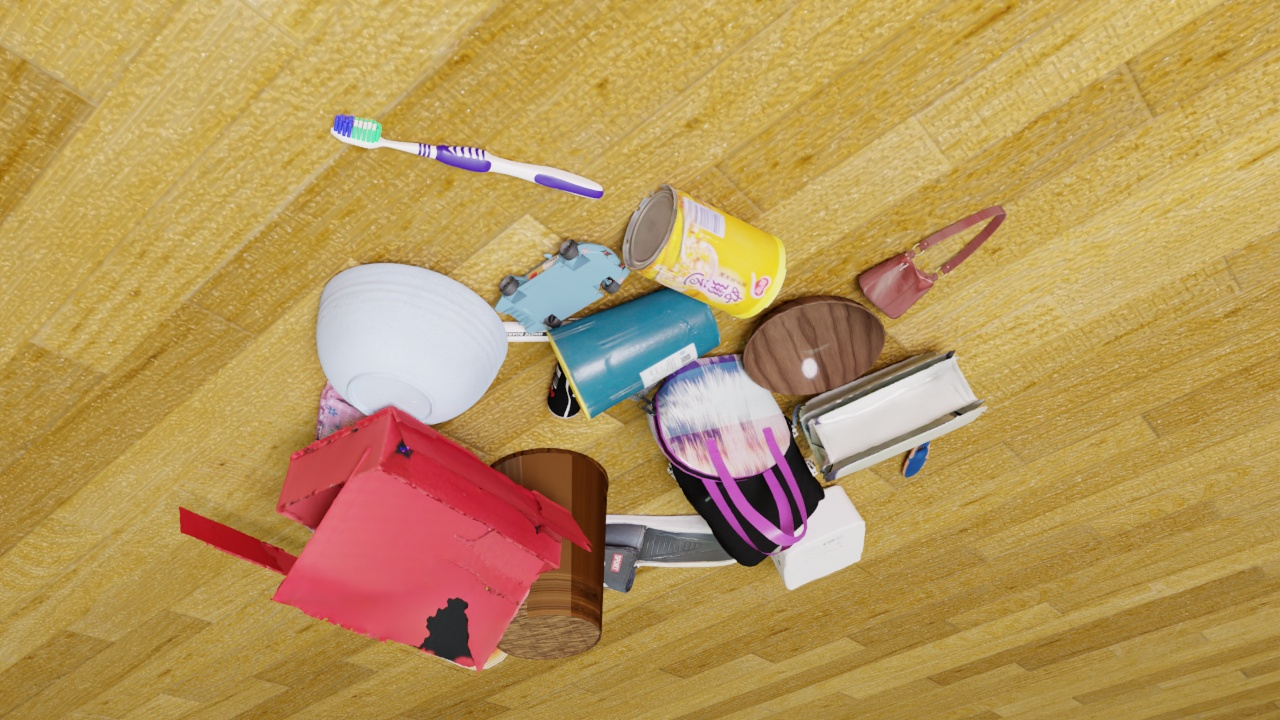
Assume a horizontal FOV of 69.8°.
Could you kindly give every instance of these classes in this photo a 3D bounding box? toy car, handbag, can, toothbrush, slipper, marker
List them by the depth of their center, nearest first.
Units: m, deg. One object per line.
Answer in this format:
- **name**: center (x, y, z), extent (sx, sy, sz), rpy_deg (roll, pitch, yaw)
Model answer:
- **toothbrush**: center (-0.112, -0.136, 0.621), extent (0.186, 0.015, 0.016), rpy_deg (10, 133, -19)
- **can**: center (0.048, -0.078, 0.670), extent (0.105, 0.067, 0.068), rpy_deg (21, 134, -28)
- **toy car**: center (-0.060, -0.063, 0.705), extent (0.108, 0.027, 0.060), rpy_deg (-28, 136, 28)
- **handbag**: center (0.234, -0.081, 0.724), extent (0.120, 0.029, 0.055), rpy_deg (-37, 134, 25)
- **marker**: center (-0.092, -0.026, 0.756), extent (0.133, 0.017, 0.020), rpy_deg (-1, 103, -6)
- **handbag**: center (0.082, 0.084, 0.777), extent (0.144, 0.170, 0.068), rpy_deg (-7, 148, -38)
- **can**: center (-0.059, 0.015, 0.796), extent (0.031, 0.031, 0.081), rpy_deg (6, 139, -14)
- **handbag**: center (0.222, 0.055, 0.846), extent (0.151, 0.074, 0.176), rpy_deg (-24, 162, 5)
- **handbag**: center (0.103, 0.110, 0.908), extent (0.125, 0.114, 0.154), rpy_deg (-35, 133, -1)
- **toothbrush**: center (0.286, 0.085, 0.933), extent (0.021, 0.017, 0.135), rpy_deg (-6, 140, -3)
- **slipper**: center (-0.003, 0.222, 1.030), extent (0.263, 0.063, 0.111), rpy_deg (-2, 140, -8)

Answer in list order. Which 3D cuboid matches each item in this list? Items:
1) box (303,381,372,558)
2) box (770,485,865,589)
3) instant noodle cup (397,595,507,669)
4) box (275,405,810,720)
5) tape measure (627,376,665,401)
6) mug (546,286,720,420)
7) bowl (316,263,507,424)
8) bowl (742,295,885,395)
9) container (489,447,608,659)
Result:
- **box**: center (-0.266, 0.109, 0.859), extent (0.084, 0.063, 0.231), rpy_deg (9, 138, -18)
- **box**: center (0.185, 0.177, 1.018), extent (0.102, 0.101, 0.108), rpy_deg (-23, 146, -6)
- **instant noodle cup**: center (-0.198, 0.293, 1.053), extent (0.123, 0.123, 0.121), rpy_deg (-8, 148, 2)
- **box**: center (-0.085, 0.147, 0.666), extent (0.426, 0.127, 0.212), rpy_deg (11, 157, 46)
- **tape measure**: center (-0.005, 0.005, 0.786), extent (0.058, 0.035, 0.066), rpy_deg (23, 133, -30)
- **mug**: center (-0.003, -0.013, 0.722), extent (0.121, 0.078, 0.078), rpy_deg (-25, 140, -5)
- **bowl**: center (-0.184, 0.003, 0.713), extent (0.150, 0.074, 0.151), rpy_deg (5, 143, 3)
- **bowl**: center (0.144, -0.020, 0.778), extent (0.119, 0.032, 0.119), rpy_deg (-4, 140, -3)
- **container**: center (-0.093, 0.192, 0.898), extent (0.132, 0.167, 0.132), rpy_deg (-3, 140, -3)
